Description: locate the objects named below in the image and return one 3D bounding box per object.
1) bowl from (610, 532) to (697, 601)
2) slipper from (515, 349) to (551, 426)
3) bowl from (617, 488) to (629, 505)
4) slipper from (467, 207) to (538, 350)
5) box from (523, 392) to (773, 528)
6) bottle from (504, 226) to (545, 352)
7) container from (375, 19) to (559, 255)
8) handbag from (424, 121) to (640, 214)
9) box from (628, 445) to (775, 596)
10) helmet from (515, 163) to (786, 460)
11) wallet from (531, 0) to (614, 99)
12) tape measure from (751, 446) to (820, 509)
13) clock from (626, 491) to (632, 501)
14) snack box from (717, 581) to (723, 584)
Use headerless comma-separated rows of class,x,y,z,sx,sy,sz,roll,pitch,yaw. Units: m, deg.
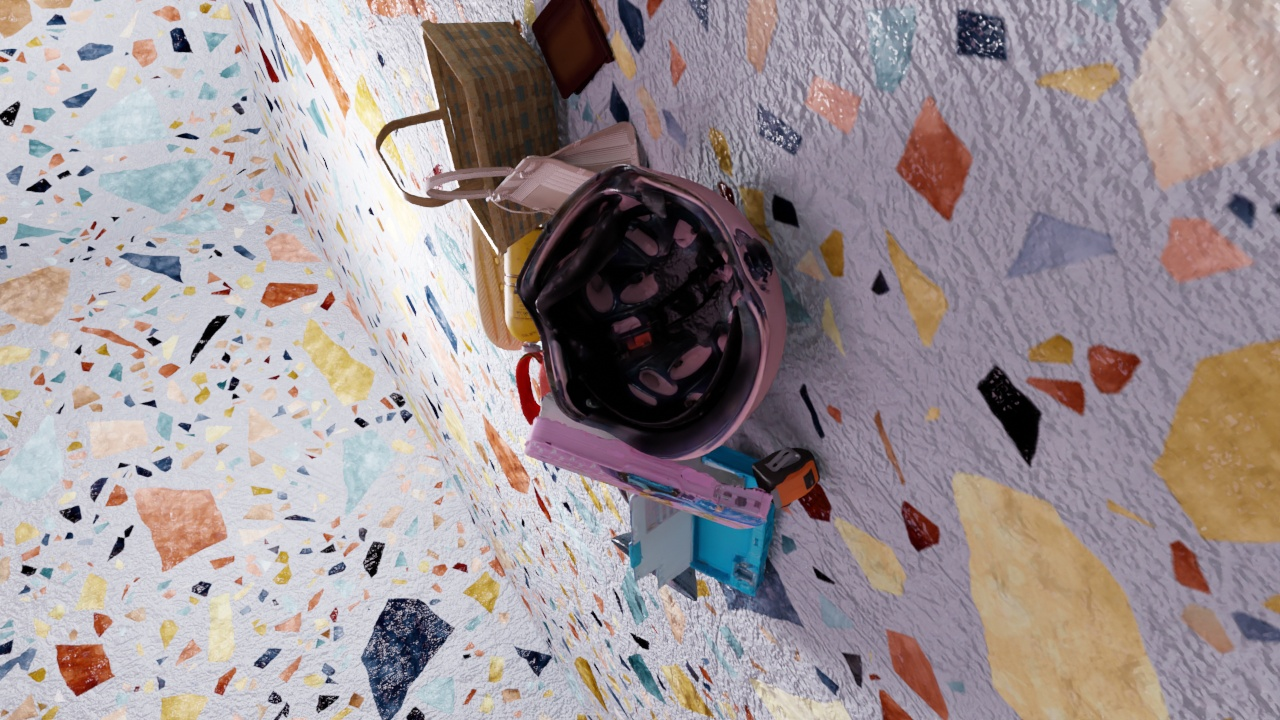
bowl,0.032,0.253,1.204,0.137,0.057,0.137,34,166,9
slipper,-0.139,0.039,1.249,0.248,0.059,0.103,-124,27,-79
bowl,0.013,0.136,1.197,0.145,0.067,0.145,48,154,33
slipper,-0.180,-0.143,1.292,0.079,0.111,0.262,-93,-2,-64
box,0.001,0.102,0.889,0.160,0.230,0.063,-123,54,-82
bottle,-0.146,-0.093,1.219,0.071,0.071,0.164,23,116,58
container,-0.202,-0.248,1.055,0.157,0.186,0.250,55,161,34
handbag,-0.125,-0.189,0.953,0.176,0.197,0.062,170,92,-68
box,0.067,0.188,1.045,0.228,0.170,0.085,88,177,-46
helmet,0.026,-0.041,0.811,0.231,0.152,0.255,-47,69,29
wallet,-0.069,-0.324,0.928,0.091,0.018,0.116,65,156,-5
tape measure,0.141,0.108,0.886,0.058,0.058,0.038,-135,23,-67
clock,0.025,0.122,1.048,0.061,0.103,0.157,10,164,29
snack box,0.089,0.212,1.169,0.080,0.025,0.148,46,152,37
